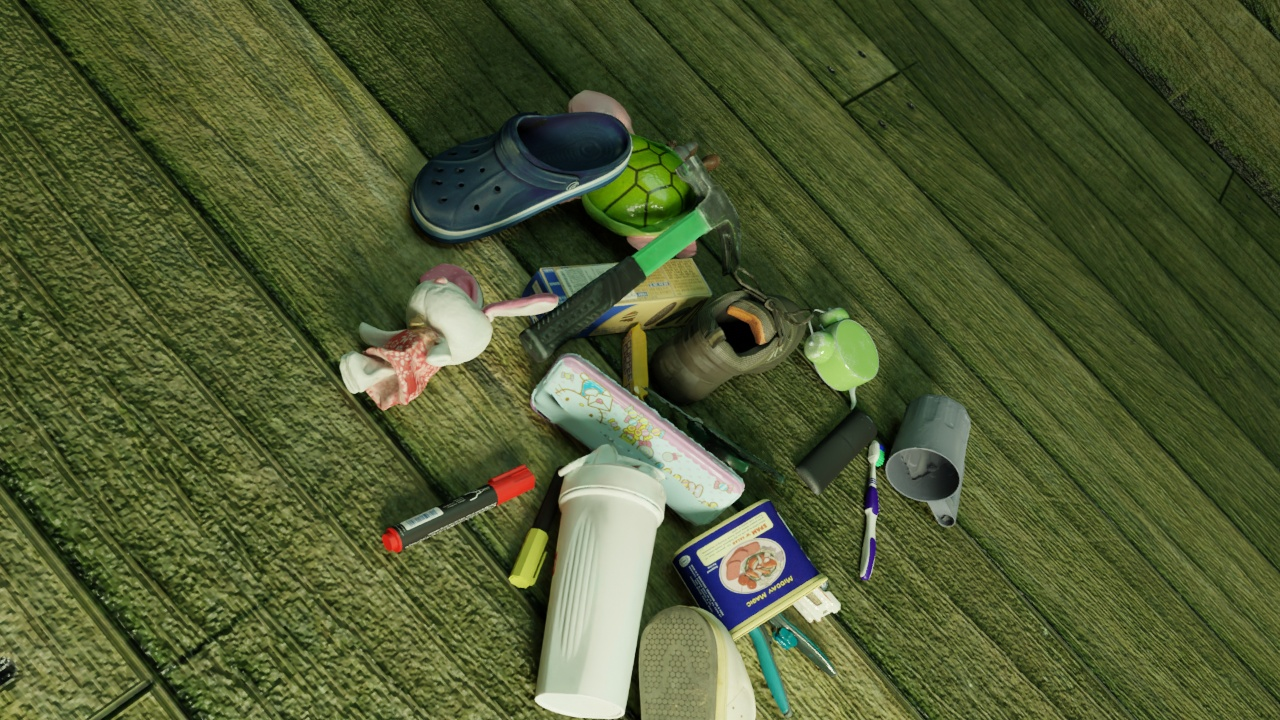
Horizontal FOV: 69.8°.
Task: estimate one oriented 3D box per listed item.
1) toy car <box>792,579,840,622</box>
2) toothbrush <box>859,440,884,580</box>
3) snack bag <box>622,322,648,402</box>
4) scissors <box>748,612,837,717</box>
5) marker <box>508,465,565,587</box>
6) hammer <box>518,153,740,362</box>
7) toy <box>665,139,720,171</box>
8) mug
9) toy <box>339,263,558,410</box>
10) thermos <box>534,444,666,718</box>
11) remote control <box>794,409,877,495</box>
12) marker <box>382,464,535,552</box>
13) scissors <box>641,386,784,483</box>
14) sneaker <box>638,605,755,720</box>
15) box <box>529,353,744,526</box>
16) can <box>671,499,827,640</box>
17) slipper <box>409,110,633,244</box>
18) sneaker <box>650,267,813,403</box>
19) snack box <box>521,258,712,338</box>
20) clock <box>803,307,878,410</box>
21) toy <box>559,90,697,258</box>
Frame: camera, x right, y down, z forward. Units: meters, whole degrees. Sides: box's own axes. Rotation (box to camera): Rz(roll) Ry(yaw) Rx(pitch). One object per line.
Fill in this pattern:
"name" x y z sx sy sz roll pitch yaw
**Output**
"toy car" 0.147 0.212 0.912 0.113 0.039 0.039 46 68 3
"toothbrush" 0.261 0.165 1.032 0.016 0.015 0.186 32 48 -18
"snack bag" -0.006 0.006 0.959 0.020 0.026 0.099 16 54 -25
"scissors" 0.127 0.268 0.871 0.155 0.019 0.124 31 46 -9
"marker" -0.085 0.146 0.816 0.021 0.018 0.123 32 46 -12
"hammer" -0.003 -0.093 0.937 0.317 0.032 0.130 -40 100 -37
"toy" 0.049 -0.254 1.165 0.101 0.042 0.055 -29 101 -34
"mug" 0.352 0.117 1.090 0.124 0.084 0.103 56 40 -21
"toy" -0.186 -0.026 0.821 0.159 0.084 0.193 19 42 34
"thermos" -0.035 0.180 0.775 0.099 0.100 0.219 23 53 -19
"remote control" 0.227 0.102 1.050 0.041 0.020 0.151 49 48 7
"marker" -0.153 0.125 0.783 0.144 0.021 0.023 -21 81 -41
"scissors" 0.088 0.087 0.894 0.201 0.015 0.201 33 4 -20
"sneaker" 0.054 0.322 0.750 0.102 0.089 0.241 27 55 -67
"box" 0.003 0.064 0.878 0.214 0.093 0.088 37 47 -7
"can" 0.098 0.195 0.853 0.116 0.057 0.092 -27 69 -17
"slipper" -0.123 -0.209 0.949 0.252 0.095 0.105 -24 73 -21
"sneaker" 0.124 -0.047 0.999 0.237 0.143 0.101 -26 76 -44
"snack box" -0.023 -0.066 0.978 0.206 0.057 0.056 -8 61 -37
"clock" 0.243 -0.012 1.111 0.119 0.043 0.094 47 45 -12
"toy" -0.010 -0.213 1.061 0.189 0.088 0.238 -19 67 -22
